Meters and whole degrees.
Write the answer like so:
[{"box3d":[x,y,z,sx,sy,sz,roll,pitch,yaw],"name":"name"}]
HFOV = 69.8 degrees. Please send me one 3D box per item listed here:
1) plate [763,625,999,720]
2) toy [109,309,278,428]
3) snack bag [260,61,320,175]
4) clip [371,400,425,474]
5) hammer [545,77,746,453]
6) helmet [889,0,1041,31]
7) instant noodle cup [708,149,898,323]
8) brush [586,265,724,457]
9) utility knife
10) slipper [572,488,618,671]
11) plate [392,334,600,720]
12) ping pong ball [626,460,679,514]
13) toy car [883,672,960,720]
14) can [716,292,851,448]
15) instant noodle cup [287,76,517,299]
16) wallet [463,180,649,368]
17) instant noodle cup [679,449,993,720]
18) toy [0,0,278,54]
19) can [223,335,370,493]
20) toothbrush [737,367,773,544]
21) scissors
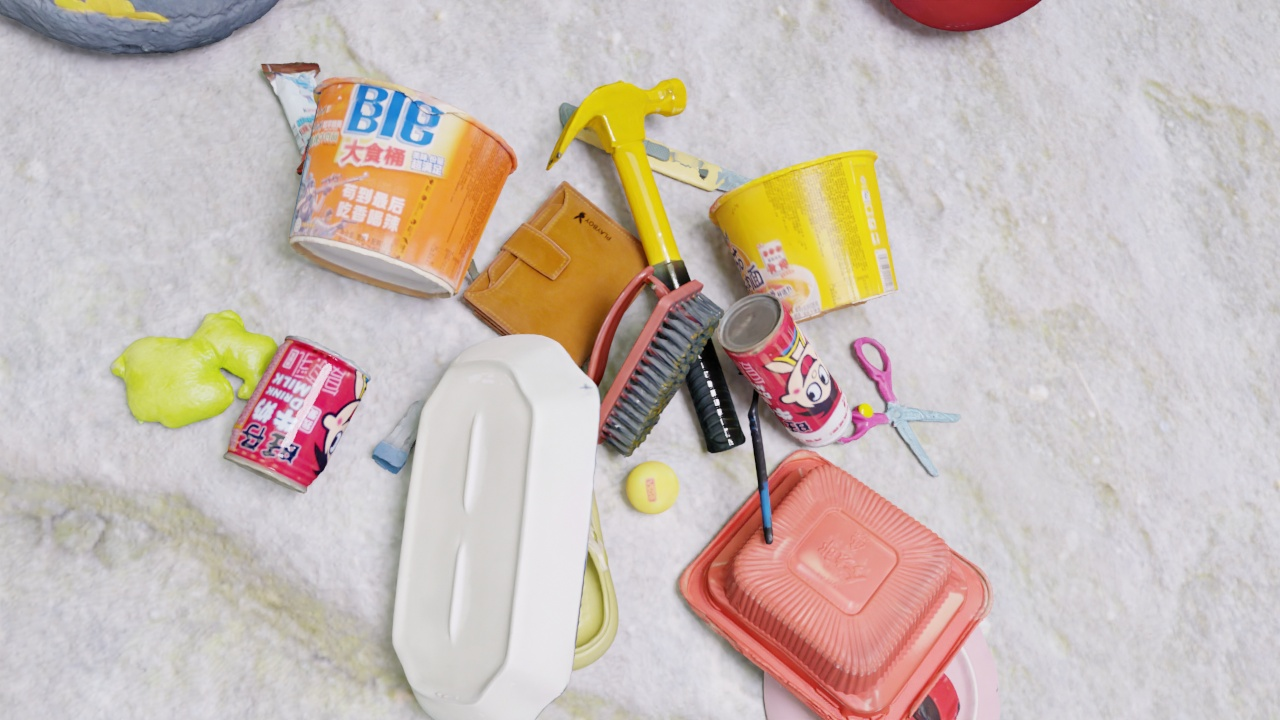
[{"box3d":[0.190,0.248,0.691,0.192,0.039,0.192,3,75,-11],"name":"plate"},{"box3d":[-0.313,0.009,0.649,0.096,0.031,0.100,35,71,-4],"name":"toy"},{"box3d":[-0.258,-0.189,0.715,0.048,0.026,0.104,-14,80,-29],"name":"snack bag"},{"box3d":[-0.171,0.054,0.674,0.027,0.043,0.058,34,63,2],"name":"clip"},{"box3d":[0.020,-0.074,0.718,0.128,0.033,0.300,-19,89,-24],"name":"hammer"},{"box3d":[0.297,-0.395,0.830,0.239,0.144,0.207,-35,85,-32],"name":"helmet"},{"box3d":[0.135,-0.089,0.723,0.138,0.138,0.110,-16,89,-16],"name":"instant noodle cup"},{"box3d":[-0.004,0.004,0.672,0.069,0.146,0.063,36,30,12],"name":"brush"},{"box3d":[0.019,-0.173,0.780,0.190,0.020,0.031,21,78,-11],"name":"utility knife"},{"box3d":[-0.063,0.124,0.649,0.091,0.082,0.190,-15,82,-19],"name":"slipper"},{"box3d":[-0.106,0.109,0.603,0.034,0.162,0.265,19,74,-52],"name":"plate"},{"box3d":[0.009,0.096,0.691,0.040,0.040,0.040,3,75,-12],"name":"ping pong ball"},{"box3d":[0.183,0.258,0.650,0.106,0.031,0.049,-30,85,-20],"name":"toy car"},{"box3d":[0.112,0.011,0.693,0.133,0.053,0.053,48,66,-38],"name":"can"},{"box3d":[-0.175,-0.115,0.656,0.151,0.151,0.111,16,81,-8],"name":"instant noodle cup"},{"box3d":[-0.065,-0.066,0.724,0.119,0.035,0.130,40,71,-6],"name":"wallet"},{"box3d":[0.142,0.157,0.657,0.189,0.079,0.164,35,67,22],"name":"instant noodle cup"},{"box3d":[-0.375,-0.291,0.684,0.355,0.092,0.137,-13,67,-17],"name":"toy"},{"box3d":[-0.239,0.038,0.638,0.066,0.067,0.093,25,72,-5],"name":"can"},{"box3d":[0.085,0.056,0.690,0.016,0.014,0.189,8,46,-9],"name":"toothbrush"},{"box3d":[0.209,0.036,0.764,0.133,0.017,0.130,3,72,-16],"name":"scissors"}]
